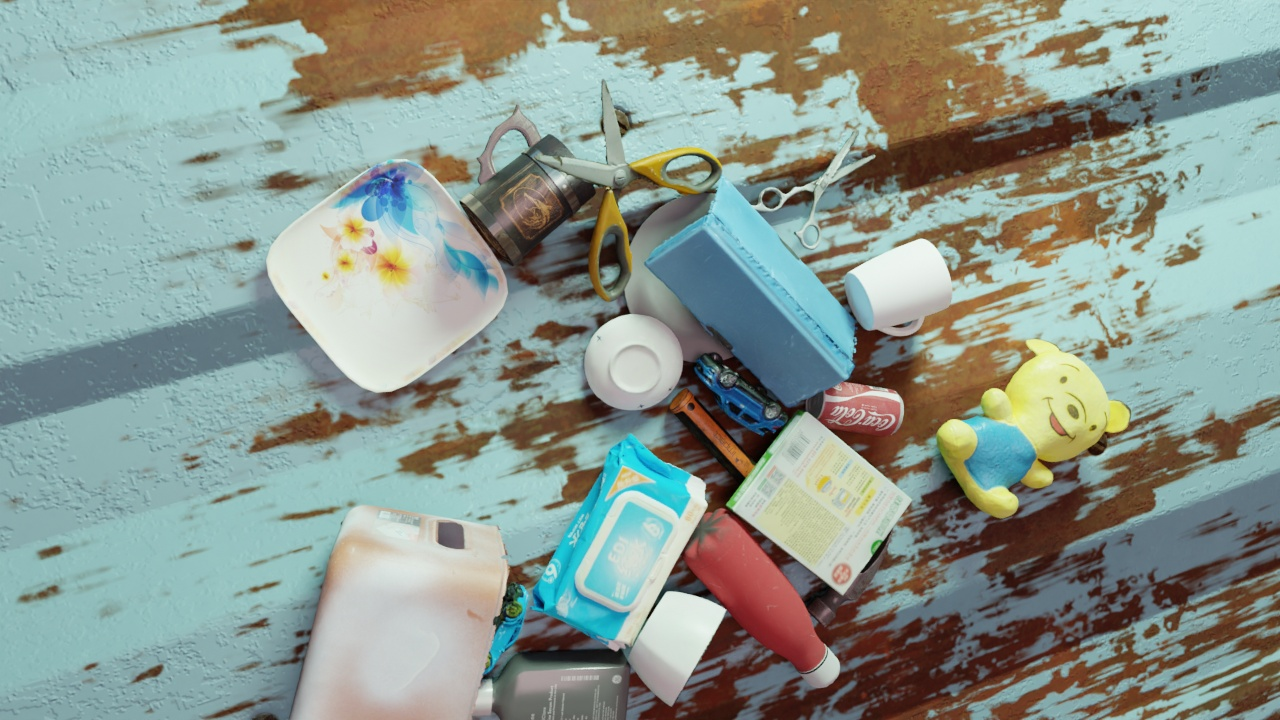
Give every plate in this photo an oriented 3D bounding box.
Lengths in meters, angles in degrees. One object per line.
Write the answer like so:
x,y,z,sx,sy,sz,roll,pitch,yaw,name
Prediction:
-0.006,0.006,0.951,0.104,0.026,0.104,-2,105,-7,plate
0.068,-0.087,0.974,0.178,0.012,0.178,-2,97,-14,plate
-0.243,-0.081,0.894,0.187,0.016,0.187,-38,104,-7,plate

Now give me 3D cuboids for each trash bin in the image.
-0.233,0.281,0.859,0.157,0.181,0.260,13,94,-13,trash bin

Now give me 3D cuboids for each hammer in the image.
0.153,0.142,1.013,0.137,0.035,0.314,-44,104,-6,hammer

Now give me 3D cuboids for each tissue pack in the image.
-0.018,0.191,0.961,0.117,0.066,0.209,29,87,-17,tissue pack

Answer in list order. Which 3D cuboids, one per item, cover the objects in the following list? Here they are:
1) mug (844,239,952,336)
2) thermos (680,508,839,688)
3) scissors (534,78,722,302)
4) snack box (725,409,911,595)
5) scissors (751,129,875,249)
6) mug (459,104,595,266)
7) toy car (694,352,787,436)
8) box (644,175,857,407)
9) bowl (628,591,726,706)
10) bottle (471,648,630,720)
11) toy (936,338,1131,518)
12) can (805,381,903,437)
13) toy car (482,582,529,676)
0.279,-0.067,1.003,0.087,0.081,0.114,-20,132,-5,mug
0.138,0.268,1.004,0.073,0.073,0.240,-41,105,-6,thermos
-0.014,-0.158,0.894,0.224,0.016,0.229,-1,116,-39,scissors
0.195,0.154,0.993,0.168,0.027,0.132,39,85,-15,snack box
0.182,-0.193,0.984,0.147,0.014,0.141,15,89,-19,scissors
-0.118,-0.169,0.881,0.107,0.080,0.116,-41,110,-8,mug
0.104,0.038,0.972,0.120,0.056,0.044,37,101,-27,toy car
0.124,-0.072,0.962,0.231,0.094,0.111,43,41,-19,box
0.035,0.296,0.966,0.066,0.116,0.116,30,89,12,bowl
-0.102,0.353,0.968,0.173,0.046,0.084,4,96,-14,bottle
0.439,0.074,1.051,0.213,0.084,0.149,-37,105,-9,toy
0.236,0.052,1.012,0.096,0.054,0.054,9,94,-15,can
-0.146,0.281,0.949,0.032,0.048,0.105,31,87,-19,toy car
